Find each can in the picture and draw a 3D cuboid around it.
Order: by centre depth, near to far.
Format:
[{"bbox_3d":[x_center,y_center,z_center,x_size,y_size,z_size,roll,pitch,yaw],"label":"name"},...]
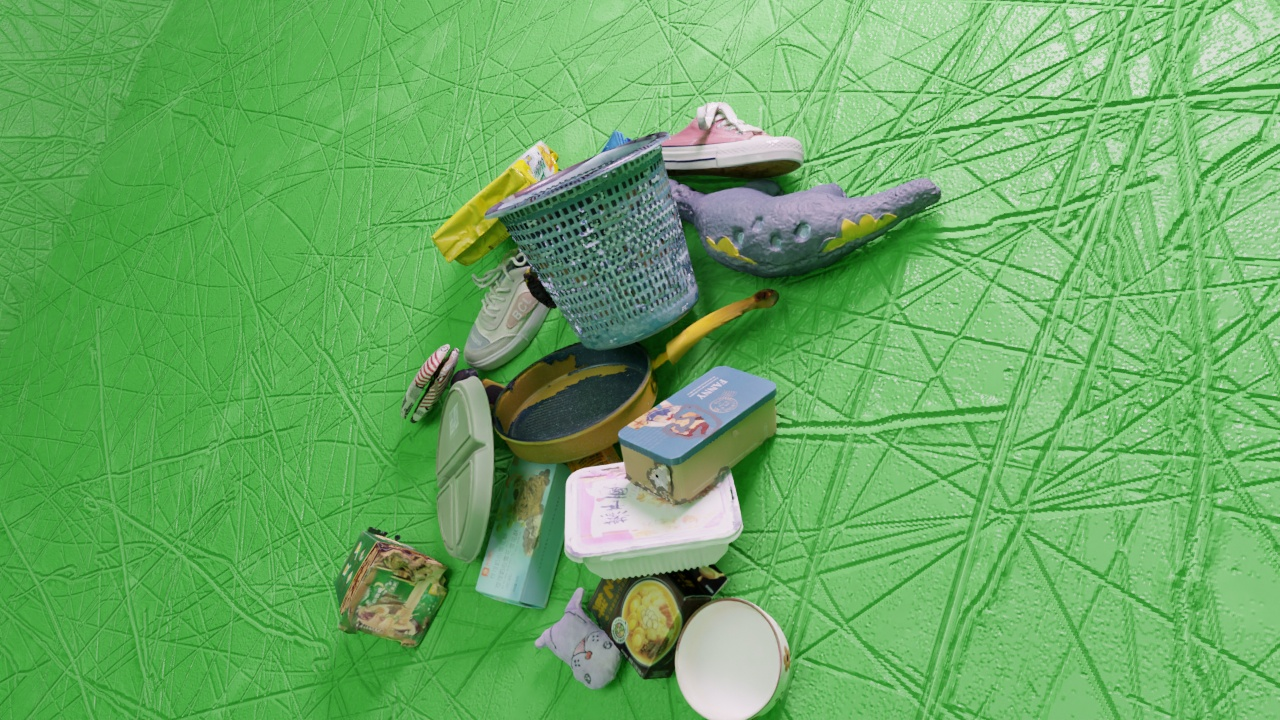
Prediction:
[{"bbox_3d":[-0.047,0.128,1.057,0.058,0.058,0.146,-44,47,12],"label":"can"}]

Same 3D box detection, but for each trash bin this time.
[{"bbox_3d":[-0.036,-0.127,1.052,0.227,0.195,0.226,-22,17,7],"label":"trash bin"}]

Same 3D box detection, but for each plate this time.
[{"bbox_3d":[-0.221,0.133,1.129,0.230,0.027,0.230,-177,90,-66],"label":"plate"}]

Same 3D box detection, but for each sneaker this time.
[{"bbox_3d":[0.093,-0.270,1.114,0.241,0.118,0.088,11,97,45],"label":"sneaker"},{"bbox_3d":[-0.173,-0.094,1.236,0.242,0.090,0.089,-53,48,6],"label":"sneaker"}]

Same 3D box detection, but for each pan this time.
[{"bbox_3d":[-0.006,0.006,1.049,0.358,0.078,0.197,-17,31,9],"label":"pan"}]

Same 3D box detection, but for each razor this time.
[{"bbox_3d":[-0.186,0.051,1.201,0.168,0.068,0.062,16,62,34],"label":"razor"}]

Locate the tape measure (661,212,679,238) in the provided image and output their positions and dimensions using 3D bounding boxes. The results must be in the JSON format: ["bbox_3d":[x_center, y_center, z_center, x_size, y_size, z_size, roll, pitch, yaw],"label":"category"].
[{"bbox_3d":[0.021,-0.165,1.159,0.058,0.039,0.057,-18,63,35],"label":"tape measure"}]

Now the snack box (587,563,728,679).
[{"bbox_3d":[0.014,0.244,0.955,0.113,0.053,0.126,39,110,45],"label":"snack box"}]

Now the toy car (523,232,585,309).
[{"bbox_3d":[-0.077,-0.126,1.181,0.156,0.071,0.041,-34,31,10],"label":"toy car"}]

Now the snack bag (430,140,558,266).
[{"bbox_3d":[-0.187,-0.214,1.258,0.158,0.068,0.246,-37,15,17],"label":"snack bag"}]

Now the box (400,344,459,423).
[{"bbox_3d":[-0.285,0.035,1.259,0.071,0.060,0.165,-43,1,-39],"label":"box"}]

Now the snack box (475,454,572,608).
[{"bbox_3d":[-0.133,0.202,1.095,0.074,0.051,0.174,3,71,37],"label":"snack box"}]

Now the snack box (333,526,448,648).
[{"bbox_3d":[-0.326,0.284,1.173,0.106,0.118,0.117,22,83,53],"label":"snack box"}]

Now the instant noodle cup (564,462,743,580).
[{"bbox_3d":[0.013,0.163,0.931,0.173,0.060,0.137,-10,32,3],"label":"instant noodle cup"}]

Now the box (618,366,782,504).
[{"bbox_3d":[0.067,0.071,0.949,0.090,0.062,0.183,18,41,40],"label":"box"}]

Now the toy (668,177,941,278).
[{"bbox_3d":[0.146,-0.156,1.030,0.357,0.091,0.137,11,65,37],"label":"toy"}]

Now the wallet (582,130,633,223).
[{"bbox_3d":[-0.043,-0.219,1.202,0.133,0.040,0.106,-48,48,43],"label":"wallet"}]

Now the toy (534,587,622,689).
[{"bbox_3d":[-0.060,0.309,1.001,0.108,0.039,0.084,33,86,43],"label":"toy"}]

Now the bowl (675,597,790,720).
[{"bbox_3d":[0.097,0.289,0.878,0.114,0.062,0.113,-16,61,32],"label":"bowl"}]
